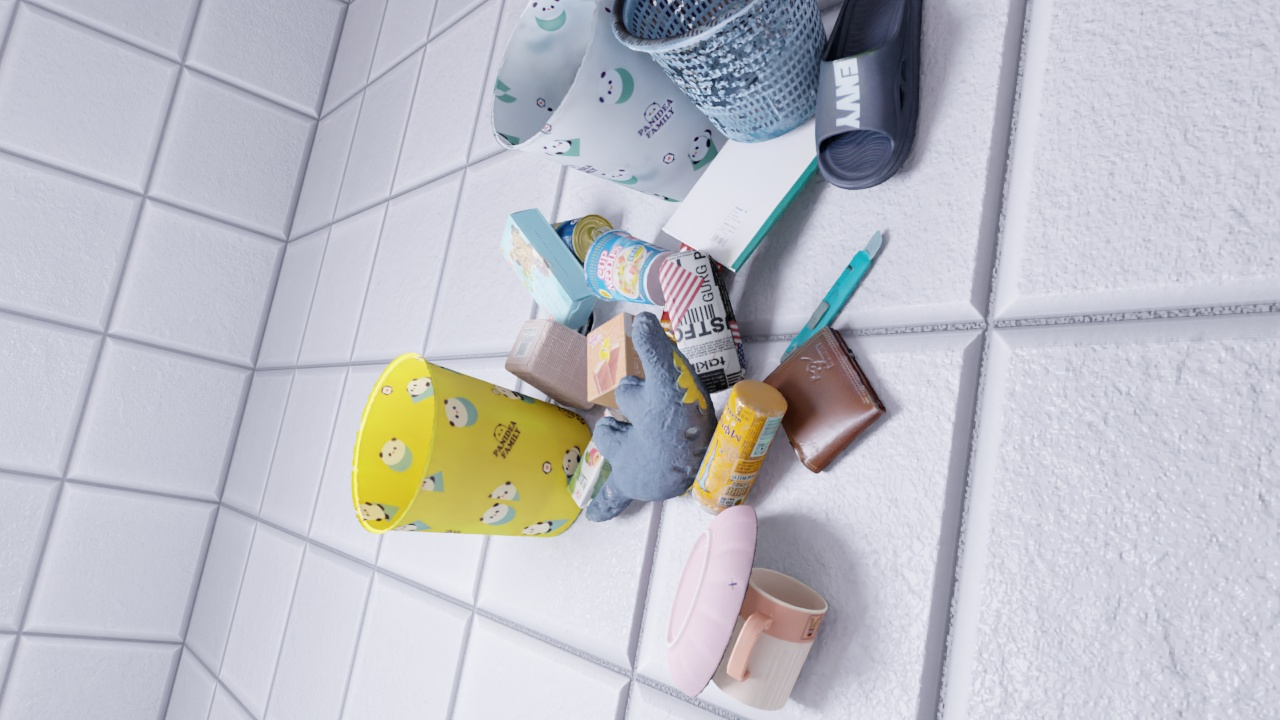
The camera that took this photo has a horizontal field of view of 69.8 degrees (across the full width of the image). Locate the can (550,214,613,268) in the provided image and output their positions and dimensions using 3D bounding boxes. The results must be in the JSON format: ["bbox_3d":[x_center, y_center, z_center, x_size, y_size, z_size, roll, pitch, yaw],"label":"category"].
[{"bbox_3d":[-0.096,-0.169,1.340,0.111,0.075,0.075,0,76,54],"label":"can"}]

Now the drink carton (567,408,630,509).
[{"bbox_3d":[-0.044,0.129,1.171,0.122,0.045,0.053,-65,31,10],"label":"drink carton"}]

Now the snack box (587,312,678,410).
[{"bbox_3d":[-0.007,0.007,1.131,0.077,0.092,0.094,-29,54,44],"label":"snack box"}]

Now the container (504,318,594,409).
[{"bbox_3d":[-0.112,0.001,1.244,0.090,0.111,0.089,2,65,56],"label":"container"}]

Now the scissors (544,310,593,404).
[{"bbox_3d":[-0.110,-0.005,1.343,0.163,0.014,0.164,-37,49,41],"label":"scissors"}]

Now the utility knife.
[{"bbox_3d":[0.198,-0.061,0.954,0.175,0.013,0.029,-57,40,20],"label":"utility knife"}]

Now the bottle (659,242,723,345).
[{"bbox_3d":[0.069,-0.104,1.107,0.057,0.057,0.175,10,83,54],"label":"bottle"}]

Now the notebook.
[{"bbox_3d":[0.129,-0.210,1.055,0.209,0.012,0.150,-52,43,2],"label":"notebook"}]

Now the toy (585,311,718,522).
[{"bbox_3d":[0.016,0.089,1.027,0.357,0.138,0.091,109,179,-46],"label":"toy"}]

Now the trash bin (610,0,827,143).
[{"bbox_3d":[0.112,-0.358,1.010,0.227,0.195,0.226,-19,50,24],"label":"trash bin"}]

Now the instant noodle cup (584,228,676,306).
[{"bbox_3d":[-0.001,-0.115,1.183,0.110,0.099,0.099,19,91,47],"label":"instant noodle cup"}]

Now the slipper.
[{"bbox_3d":[0.225,-0.306,0.952,0.111,0.083,0.267,-3,70,44],"label":"slipper"}]

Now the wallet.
[{"bbox_3d":[0.182,0.037,0.921,0.101,0.032,0.124,-48,43,27],"label":"wallet"}]

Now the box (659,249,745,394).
[{"bbox_3d":[0.076,-0.045,1.042,0.076,0.086,0.163,-17,89,11],"label":"box"}]

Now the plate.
[{"bbox_3d":[0.063,0.230,0.907,0.192,0.039,0.192,-166,96,-88],"label":"plate"}]

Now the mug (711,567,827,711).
[{"bbox_3d":[0.112,0.262,0.852,0.082,0.114,0.106,24,98,24],"label":"mug"}]

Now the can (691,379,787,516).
[{"bbox_3d":[0.101,0.092,0.951,0.058,0.058,0.146,60,140,46],"label":"can"}]

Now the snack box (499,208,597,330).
[{"bbox_3d":[-0.131,-0.128,1.295,0.175,0.051,0.074,54,143,20],"label":"snack box"}]

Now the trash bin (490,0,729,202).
[{"bbox_3d":[-0.023,-0.327,1.157,0.230,0.251,0.229,-27,55,45],"label":"trash bin"}]

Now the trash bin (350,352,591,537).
[{"bbox_3d":[-0.217,0.130,1.219,0.230,0.255,0.229,-24,59,46],"label":"trash bin"}]
